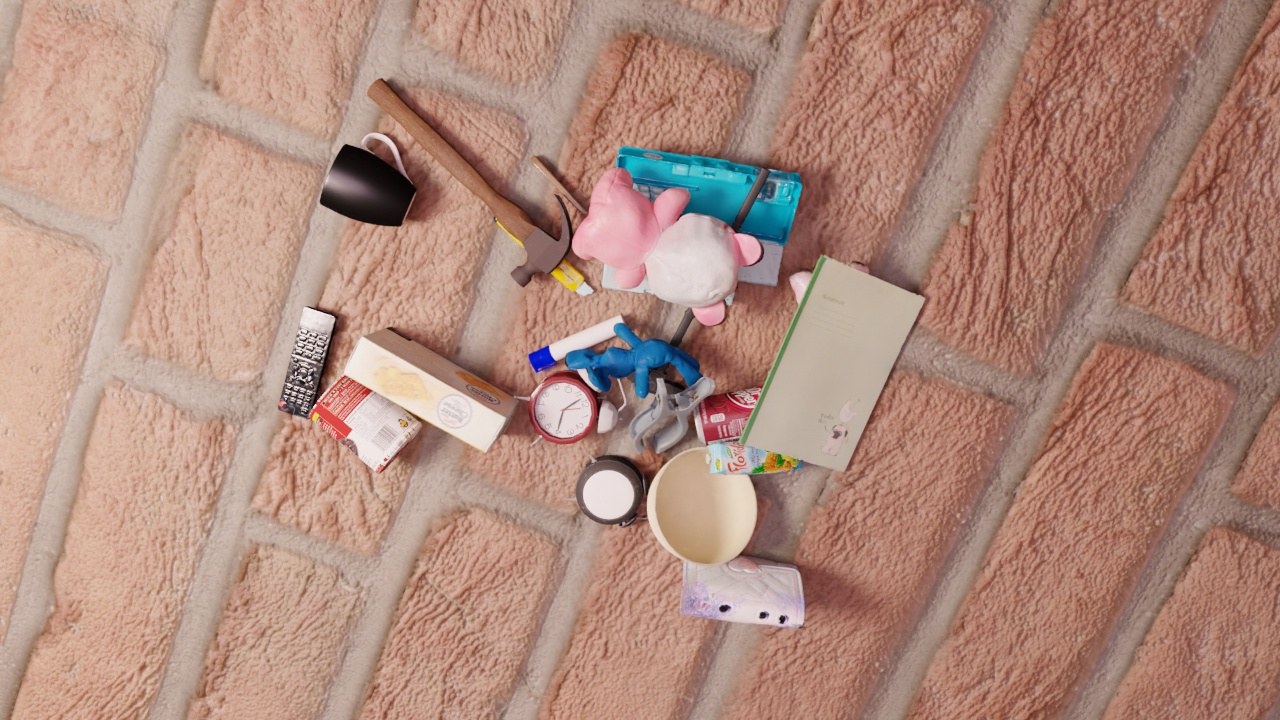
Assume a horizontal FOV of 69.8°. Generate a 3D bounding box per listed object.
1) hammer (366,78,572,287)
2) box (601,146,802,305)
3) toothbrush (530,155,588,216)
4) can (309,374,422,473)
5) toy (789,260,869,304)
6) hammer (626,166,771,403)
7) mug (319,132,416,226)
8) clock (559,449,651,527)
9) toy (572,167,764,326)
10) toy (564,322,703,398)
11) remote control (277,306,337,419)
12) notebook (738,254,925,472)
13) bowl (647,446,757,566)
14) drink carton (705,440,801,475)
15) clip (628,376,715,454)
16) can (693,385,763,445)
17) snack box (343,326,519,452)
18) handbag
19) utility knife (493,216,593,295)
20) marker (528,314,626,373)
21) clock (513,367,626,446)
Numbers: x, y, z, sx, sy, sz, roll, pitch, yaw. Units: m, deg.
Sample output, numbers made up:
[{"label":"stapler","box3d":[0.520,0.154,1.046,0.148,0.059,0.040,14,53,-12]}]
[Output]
[{"label":"hammer","box3d":[-0.217,-0.235,1.159,0.323,0.033,0.115,43,99,-1]},{"label":"box","box3d":[0.072,-0.164,1.154,0.227,0.056,0.185,8,118,-2]},{"label":"toothbrush","box3d":[-0.082,-0.198,1.175,0.016,0.016,0.167,-43,96,8]},{"label":"can","box3d":[-0.359,0.080,1.202,0.116,0.086,0.087,40,99,-4]},{"label":"toy","box3d":[0.241,-0.075,1.163,0.099,0.052,0.096,-7,111,4]},{"label":"hammer","box3d":[0.074,-0.096,1.149,0.095,0.015,0.326,26,113,-2]},{"label":"mug","box3d":[-0.333,-0.228,1.158,0.100,0.085,0.118,24,70,-14]},{"label":"clock","box3d":[-0.036,0.176,1.225,0.123,0.043,0.091,25,100,-2]},{"label":"toy","box3d":[0.029,-0.131,1.092,0.213,0.084,0.142,28,117,-1]},{"label":"toy","box3d":[-0.007,0.007,1.143,0.176,0.112,0.071,2,123,-4]},{"label":"remote control","box3d":[-0.444,0.003,1.228,0.047,0.022,0.150,20,102,-1]},{"label":"notebook","box3d":[0.242,0.010,1.156,0.181,0.010,0.253,17,102,-29]},{"label":"bowl","box3d":[0.069,0.191,1.194,0.150,0.075,0.150,6,77,-26]},{"label":"drink carton","box3d":[0.146,0.124,1.180,0.128,0.039,0.044,2,79,-26]},{"label":"clip","box3d":[0.018,0.071,1.153,0.107,0.028,0.164,-1,145,-26]},{"label":"can","box3d":[0.128,0.071,1.188,0.114,0.063,0.063,-11,99,5]},{"label":"snack box","box3d":[-0.264,0.035,1.181,0.208,0.104,0.057,30,100,-2]},{"label":"handbag","box3d":[0.132,0.298,1.196,0.158,0.126,0.069,8,98,3]},{"label":"utility knife","box3d":[-0.125,-0.141,1.189,0.163,0.017,0.030,41,110,-7]},{"label":"marker","box3d":[-0.081,-0.022,1.202,0.133,0.023,0.027,-23,95,7]},{"label":"clock","box3d":[-0.088,0.058,1.204,0.138,0.048,0.096,-16,99,7]}]
